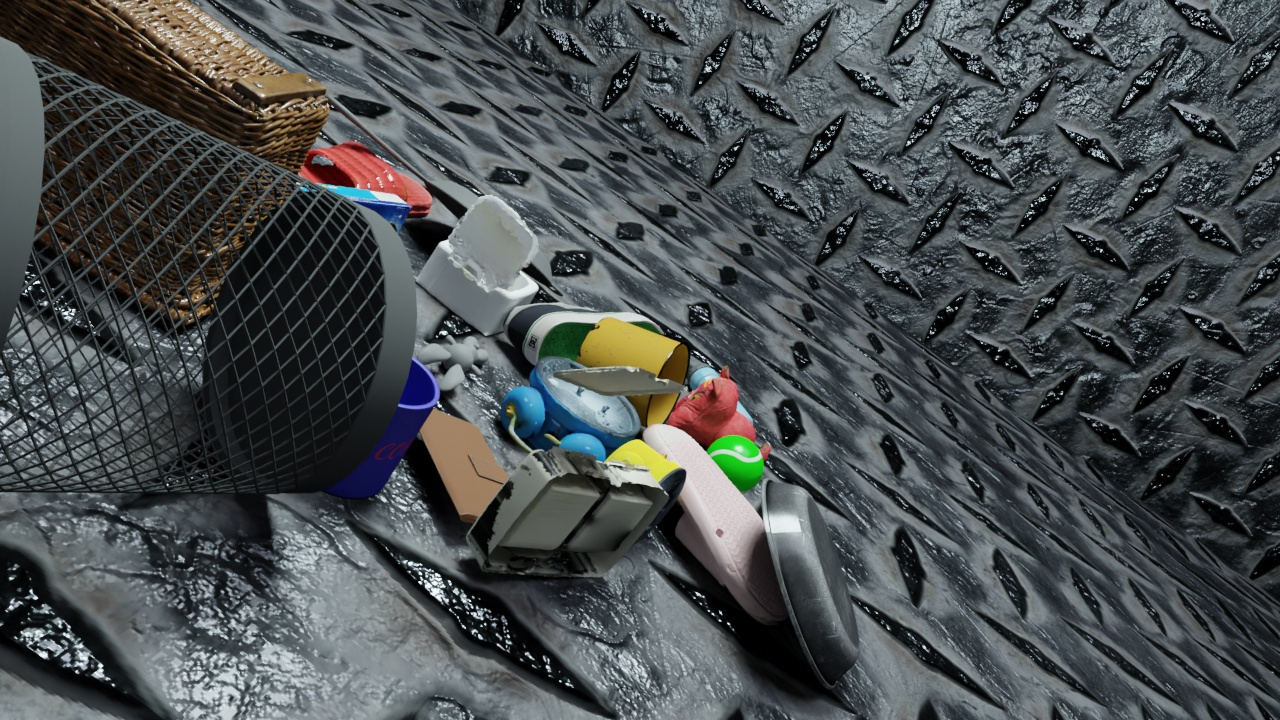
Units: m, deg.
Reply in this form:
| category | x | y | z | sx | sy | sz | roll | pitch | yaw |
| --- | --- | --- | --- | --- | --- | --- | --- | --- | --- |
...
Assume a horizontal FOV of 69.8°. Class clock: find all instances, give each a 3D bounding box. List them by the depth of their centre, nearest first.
| category | x | y | z | sx | sy | sz | roll | pitch | yaw |
| --- | --- | --- | --- | --- | --- | --- | --- | --- | --- |
| clock | -0.009 | 0.114 | 0.789 | 0.057 | 0.083 | 0.118 | 38 | 16 | 22 |
| clock | -0.069 | 0.056 | 0.862 | 0.117 | 0.060 | 0.161 | 40 | 21 | 8 |

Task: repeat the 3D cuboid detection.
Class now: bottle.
| category | x | y | z | sx | sy | sz | roll | pitch | yaw |
| --- | --- | --- | --- | --- | --- | --- | --- | --- | --- |
| bottle | 0.099 | 0.049 | 1.189 | 0.040 | 0.040 | 0.130 | 19 | 25 | -39 |

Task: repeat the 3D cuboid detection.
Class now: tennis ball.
| category | x | y | z | sx | sy | sz | roll | pitch | yaw |
| --- | --- | --- | --- | --- | --- | --- | --- | --- | --- |
| tennis ball | 0.101 | 0.114 | 0.999 | 0.065 | 0.065 | 0.065 | 31 | 20 | -13 |

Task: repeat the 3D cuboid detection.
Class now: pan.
| category | x | y | z | sx | sy | sz | roll | pitch | yaw |
| --- | --- | --- | --- | --- | --- | --- | --- | --- | --- |
| pan | 0.163 | 0.184 | 0.894 | 0.356 | 0.055 | 0.187 | -26 | 96 | -76 |
| pan | -0.222 | -0.197 | 1.095 | 0.354 | 0.024 | 0.216 | 40 | -5 | -20 |

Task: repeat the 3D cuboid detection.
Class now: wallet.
| category | x | y | z | sx | sy | sz | roll | pitch | yaw |
| --- | --- | --- | --- | --- | --- | --- | --- | --- | --- |
| wallet | -0.135 | 0.086 | 0.719 | 0.087 | 0.013 | 0.121 | 33 | 18 | -53 |

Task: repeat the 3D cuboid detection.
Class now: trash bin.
| category | x | y | z | sx | sy | sz | roll | pitch | yaw |
| --- | --- | --- | --- | --- | --- | --- | --- | --- | --- |
| trash bin | -0.271 | -0.029 | 0.495 | 0.227 | 0.218 | 0.217 | 17 | 26 | -52 |

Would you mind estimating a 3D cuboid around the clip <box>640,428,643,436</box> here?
| category | x | y | z | sx | sy | sz | roll | pitch | yaw |
| --- | --- | --- | --- | --- | --- | --- | --- | --- | --- |
| clip | 0.021 | 0.092 | 0.995 | 0.054 | 0.044 | 0.049 | -108 | -179 | -61 |

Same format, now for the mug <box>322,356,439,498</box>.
| category | x | y | z | sx | sy | sz | roll | pitch | yaw |
| --- | --- | --- | --- | --- | --- | --- | --- | --- | --- |
| mug | -0.209 | 0.030 | 0.643 | 0.111 | 0.084 | 0.079 | 34 | 19 | -4 |

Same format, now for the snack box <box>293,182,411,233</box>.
| category | x | y | z | sx | sy | sz | roll | pitch | yaw |
| --- | --- | --- | --- | --- | --- | --- | --- | --- | --- |
| snack box | -0.290 | -0.126 | 0.879 | 0.027 | 0.082 | 0.150 | 40 | 20 | 15 |

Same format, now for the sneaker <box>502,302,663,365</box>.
| category | x | y | z | sx | sy | sz | roll | pitch | yaw |
| --- | --- | --- | --- | --- | --- | --- | --- | --- | --- |
| sneaker | -0.060 | -0.029 | 1.051 | 0.079 | 0.084 | 0.234 | 33 | 16 | 34 |

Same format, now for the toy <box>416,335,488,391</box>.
| category | x | y | z | sx | sy | sz | roll | pitch | yaw |
| --- | --- | --- | --- | --- | --- | --- | --- | --- | --- |
| toy | -0.172 | -0.001 | 0.865 | 0.049 | 0.030 | 0.111 | 50 | 14 | -2 |

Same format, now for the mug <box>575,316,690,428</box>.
| category | x | y | z | sx | sy | sz | roll | pitch | yaw |
| --- | --- | --- | --- | --- | --- | --- | --- | --- | --- |
| mug | -0.006 | 0.006 | 0.978 | 0.094 | 0.101 | 0.123 | 21 | 45 | 18 |

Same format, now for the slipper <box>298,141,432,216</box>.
| category | x | y | z | sx | sy | sz | roll | pitch | yaw |
| --- | --- | --- | --- | --- | --- | --- | --- | --- | --- |
| slipper | -0.319 | -0.213 | 1.074 | 0.103 | 0.059 | 0.248 | 39 | 18 | 8 |

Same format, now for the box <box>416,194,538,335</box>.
| category | x | y | z | sx | sy | sz | roll | pitch | yaw |
| --- | --- | --- | --- | --- | --- | --- | --- | --- | --- |
| box | -0.160 | -0.114 | 0.991 | 0.109 | 0.137 | 0.120 | 36 | 18 | 6 |

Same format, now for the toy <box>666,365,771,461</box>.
| category | x | y | z | sx | sy | sz | roll | pitch | yaw |
| --- | --- | --- | --- | --- | --- | --- | --- | --- | --- |
| toy | 0.107 | 0.072 | 1.066 | 0.133 | 0.094 | 0.088 | 33 | 19 | -12 |

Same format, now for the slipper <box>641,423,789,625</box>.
| category | x | y | z | sx | sy | sz | roll | pitch | yaw |
| --- | --- | --- | --- | --- | --- | --- | --- | --- | --- |
| slipper | 0.067 | 0.151 | 0.865 | 0.106 | 0.056 | 0.221 | 8 | 43 | -58 |

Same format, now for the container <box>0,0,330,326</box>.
| category | x | y | z | sx | sy | sz | roll | pitch | yaw |
| --- | --- | --- | --- | --- | --- | --- | --- | --- | --- |
| container | -0.379 | -0.182 | 0.699 | 0.250 | 0.183 | 0.162 | 34 | 17 | -6 |

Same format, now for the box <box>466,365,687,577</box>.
| category | x | y | z | sx | sy | sz | roll | pitch | yaw |
| --- | --- | --- | --- | --- | --- | --- | --- | --- | --- |
| box | -0.035 | 0.072 | 0.681 | 0.143 | 0.187 | 0.070 | 21 | 22 | -52 |
